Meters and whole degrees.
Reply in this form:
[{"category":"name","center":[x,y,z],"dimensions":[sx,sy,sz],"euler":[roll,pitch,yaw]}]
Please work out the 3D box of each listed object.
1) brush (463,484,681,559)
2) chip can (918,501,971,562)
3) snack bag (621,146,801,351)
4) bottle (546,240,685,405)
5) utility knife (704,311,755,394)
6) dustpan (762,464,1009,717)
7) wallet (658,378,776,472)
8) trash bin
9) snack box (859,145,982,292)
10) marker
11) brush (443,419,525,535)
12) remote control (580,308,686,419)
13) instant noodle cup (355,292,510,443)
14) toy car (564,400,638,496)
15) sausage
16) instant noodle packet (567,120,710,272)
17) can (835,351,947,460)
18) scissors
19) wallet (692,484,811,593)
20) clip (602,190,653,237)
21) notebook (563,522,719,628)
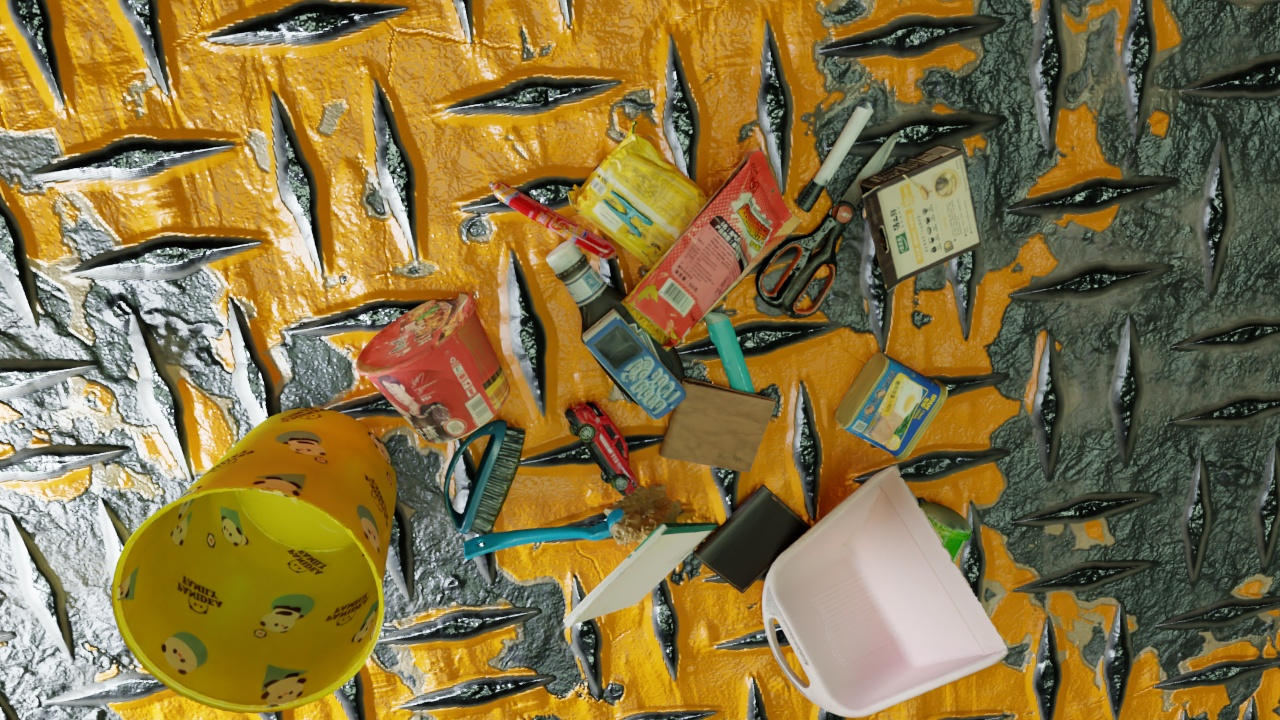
[{"category":"brush","center":[-0.072,0.190,1.036],"dimensions":[0.254,0.083,0.046],"euler":[-8,127,-13]},{"category":"chip can","center":[0.333,0.281,1.131],"dimensions":[0.072,0.072,0.221],"euler":[17,106,-12]},{"category":"snack bag","center":[0.075,-0.109,0.948],"dimensions":[0.207,0.073,0.128],"euler":[-48,140,-4]},{"category":"bottle","center":[-0.032,-0.044,0.997],"dimensions":[0.080,0.044,0.195],"euler":[-35,108,6]},{"category":"utility knife","center":[0.110,0.016,1.049],"dimensions":[0.029,0.013,0.171],"euler":[-20,113,3]},{"category":"dustpan","center":[0.245,0.284,1.029],"dimensions":[0.138,0.222,0.274],"euler":[-20,153,-17]},{"category":"wallet","center":[0.089,0.077,1.058],"dimensions":[0.115,0.020,0.101],"euler":[12,114,-9]},{"category":"trash bin","center":[-0.355,0.176,0.923],"dimensions":[0.229,0.255,0.230],"euler":[-2,109,-5]},{"category":"snack box","center":[0.293,-0.152,0.981],"dimensions":[0.125,0.053,0.113],"euler":[-23,113,-6]},{"category":"marker","center":[0.206,-0.218,0.978],"dimensions":[0.022,0.018,0.131],"euler":[29,104,-5]},{"category":"brush","center":[-0.181,0.131,1.032],"dimensions":[0.073,0.055,0.144],"euler":[18,106,-12]},{"category":"remote control","center":[-0.006,0.006,0.979],"dimensions":[0.049,0.024,0.125],"euler":[-39,108,9]},{"category":"instant noodle cup","center":[-0.208,0.013,0.953],"dimensions":[0.138,0.137,0.108],"euler":[-26,117,3]},{"category":"toy car","center":[-0.040,0.098,1.038],"dimensions":[0.045,0.053,0.120],"euler":[-33,106,-12]},{"category":"sausage","center":[-0.091,-0.145,0.954],"dimensions":[0.156,0.020,0.020],"euler":[29,103,-1]},{"category":"instant noodle packet","center":[0.002,-0.168,0.959],"dimensions":[0.128,0.044,0.111],"euler":[40,102,-14]},{"category":"can","center":[0.287,0.051,1.057],"dimensions":[0.083,0.057,0.102],"euler":[28,103,-12]},{"category":"scissors","center":[0.201,-0.156,0.995],"dimensions":[0.125,0.021,0.235],"euler":[11,107,-9]},{"category":"wallet","center":[0.137,0.219,1.115],"dimensions":[0.122,0.020,0.096],"euler":[-45,116,8]},{"category":"clip","center":[-0.013,-0.150,0.935],"dimensions":[0.057,0.014,0.046],"euler":[38,109,-15]},{"category":"notebook","center":[0.009,0.234,1.027],"dimensions":[0.150,0.209,0.012],"euler":[-45,70,8]}]
